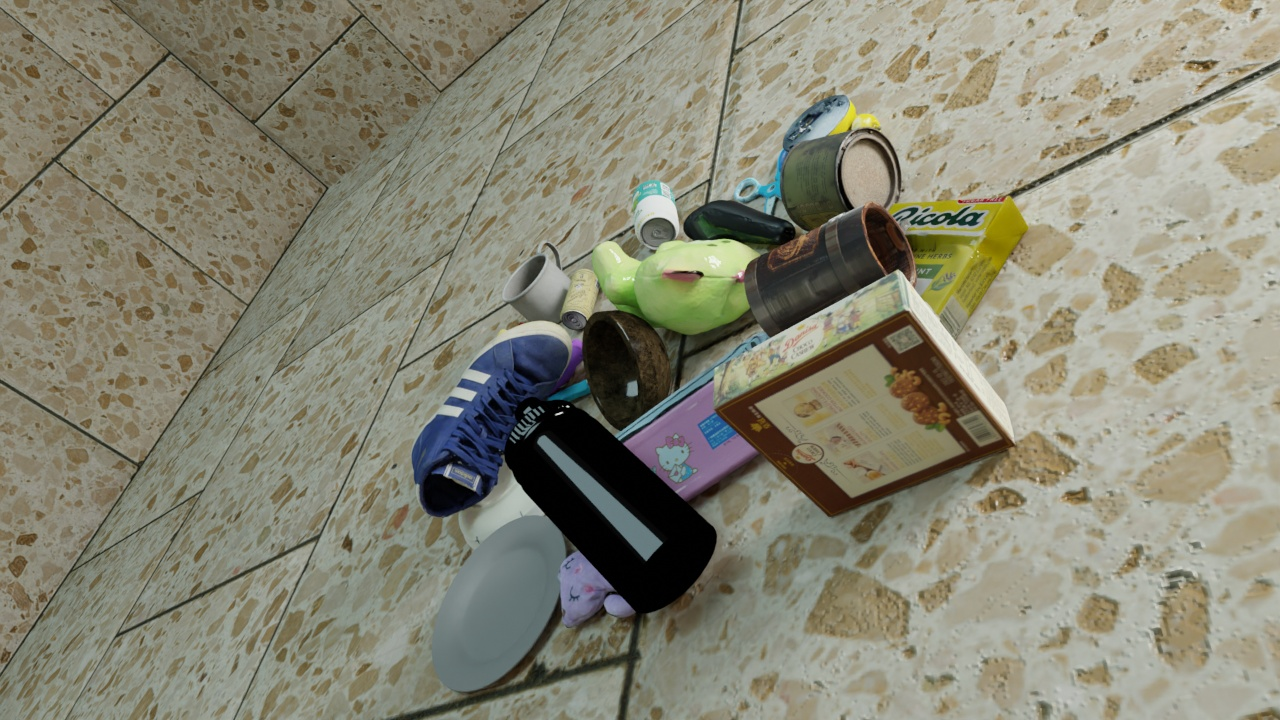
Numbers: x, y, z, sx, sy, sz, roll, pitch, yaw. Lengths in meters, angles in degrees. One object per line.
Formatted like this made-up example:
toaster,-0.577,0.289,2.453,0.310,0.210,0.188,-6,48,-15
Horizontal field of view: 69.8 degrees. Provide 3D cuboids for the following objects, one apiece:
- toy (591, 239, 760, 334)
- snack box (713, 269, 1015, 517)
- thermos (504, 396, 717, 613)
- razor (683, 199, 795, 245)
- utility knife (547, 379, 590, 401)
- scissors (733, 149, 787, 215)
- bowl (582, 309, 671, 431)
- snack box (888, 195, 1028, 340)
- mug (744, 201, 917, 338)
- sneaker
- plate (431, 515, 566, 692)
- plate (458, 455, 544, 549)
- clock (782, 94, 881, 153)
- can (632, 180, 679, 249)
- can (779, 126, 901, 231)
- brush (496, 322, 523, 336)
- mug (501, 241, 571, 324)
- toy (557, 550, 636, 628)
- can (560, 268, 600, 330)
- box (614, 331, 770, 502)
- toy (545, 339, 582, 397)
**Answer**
toy,0.043,-0.075,0.933,0.197,0.150,0.107,32,122,59
snack box,0.147,0.030,0.612,0.147,0.143,0.041,-29,33,30
thermos,-0.037,0.105,0.746,0.086,0.086,0.198,-49,54,-3
razor,0.107,-0.138,0.995,0.151,0.053,0.067,22,99,52
utility knife,-0.091,0.041,1.059,0.167,0.015,0.022,-24,35,34
scissors,0.157,-0.202,1.036,0.118,0.013,0.140,-46,26,7
bowl,-0.005,0.005,0.912,0.056,0.121,0.121,-15,15,-27
snack box,0.210,-0.052,0.735,0.180,0.045,0.121,-54,28,-14
mug,0.156,-0.073,0.727,0.107,0.080,0.115,-27,8,38
sneaker,-0.161,0.066,0.968,0.233,0.091,0.118,-42,24,11
plate,-0.133,0.229,0.874,0.179,0.012,0.178,-32,35,25
plate,-0.141,0.121,1.008,0.183,0.034,0.182,-34,31,23
clock,0.202,-0.231,0.962,0.083,0.057,0.118,-44,28,4
can,0.019,-0.183,1.155,0.055,0.055,0.101,-36,30,20
can,0.190,-0.169,0.865,0.075,0.090,0.089,3,55,55
brush,-0.176,0.033,1.089,0.174,0.042,0.082,-62,10,19
mug,-0.128,-0.103,1.237,0.084,0.070,0.113,-13,43,46
toy,-0.032,0.187,0.772,0.100,0.036,0.080,-33,41,24
can,-0.076,-0.077,1.167,0.038,0.038,0.079,-27,34,33
box,0.054,0.069,0.815,0.214,0.091,0.090,-37,72,18
toy,-0.107,0.009,1.080,0.088,0.056,0.106,-54,7,6
